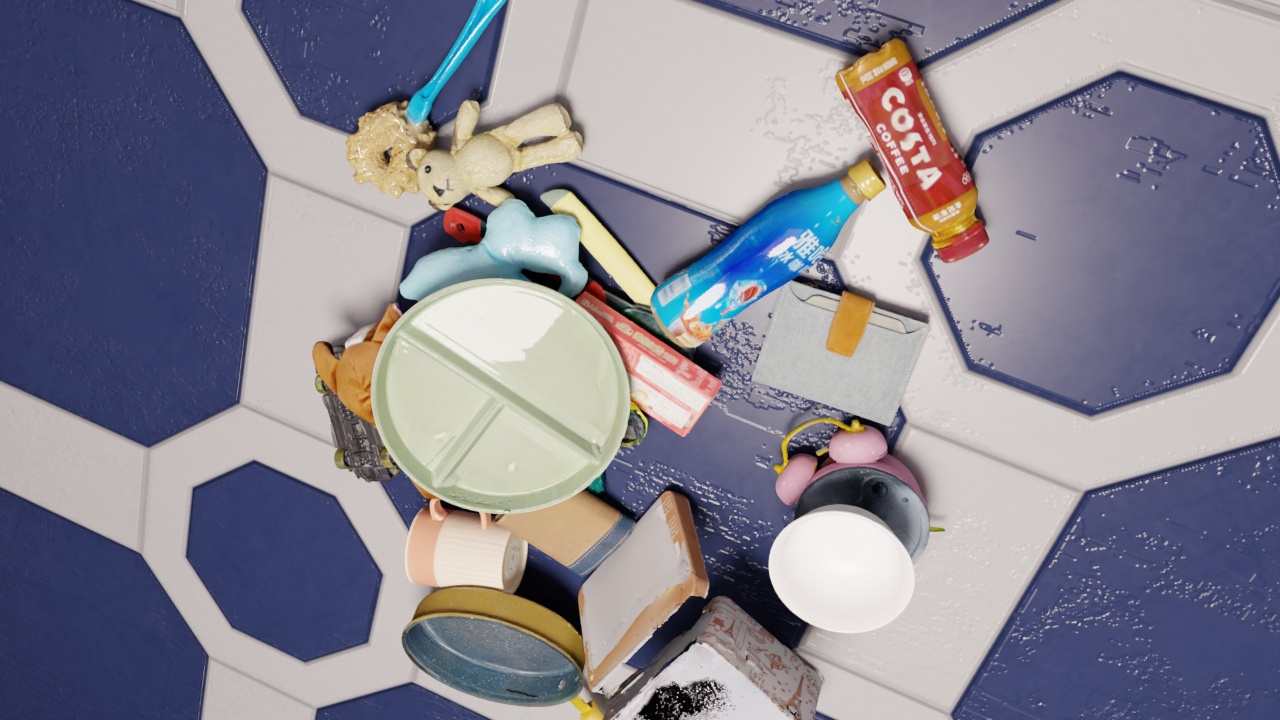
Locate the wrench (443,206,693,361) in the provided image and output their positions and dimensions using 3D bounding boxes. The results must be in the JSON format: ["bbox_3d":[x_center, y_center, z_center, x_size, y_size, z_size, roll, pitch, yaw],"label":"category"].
[{"bbox_3d":[-0.068,-0.069,0.859,0.273,0.016,0.056,32,131,4],"label":"wrench"}]

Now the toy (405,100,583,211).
[{"bbox_3d":[-0.127,-0.179,0.812,0.157,0.066,0.105,-17,124,12],"label":"toy"}]

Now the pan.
[{"bbox_3d":[-0.092,0.360,0.988,0.357,0.078,0.198,32,136,-17],"label":"pan"}]

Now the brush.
[{"bbox_3d":[-0.181,-0.250,0.821,0.083,0.045,0.255,42,112,3],"label":"brush"}]

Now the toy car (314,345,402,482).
[{"bbox_3d":[-0.294,0.057,0.965,0.070,0.042,0.158,-3,110,18],"label":"toy car"}]

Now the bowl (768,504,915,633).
[{"bbox_3d":[0.173,0.165,0.785,0.118,0.064,0.118,7,114,15],"label":"bowl"}]

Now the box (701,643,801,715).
[{"bbox_3d":[0.097,0.366,0.936,0.076,0.091,0.169,38,116,-3],"label":"box"}]

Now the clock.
[{"bbox_3d":[0.190,0.121,0.833,0.117,0.059,0.158,-35,99,26],"label":"clock"}]

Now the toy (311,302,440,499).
[{"bbox_3d":[-0.217,0.037,0.896,0.140,0.130,0.199,-30,119,20],"label":"toy"}]

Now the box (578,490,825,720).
[{"bbox_3d":[0.030,0.276,0.858,0.180,0.134,0.270,-51,58,26],"label":"box"}]

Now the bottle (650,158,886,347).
[{"bbox_3d":[0.107,-0.092,0.774,0.219,0.065,0.065,-36,97,24],"label":"bottle"}]

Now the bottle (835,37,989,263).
[{"bbox_3d":[0.216,-0.160,0.717,0.058,0.057,0.175,-26,101,24],"label":"bottle"}]

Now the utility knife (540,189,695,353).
[{"bbox_3d":[-0.016,-0.079,0.841,0.031,0.021,0.205,-37,94,30],"label":"utility knife"}]

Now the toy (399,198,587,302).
[{"bbox_3d":[-0.133,-0.071,0.832,0.161,0.050,0.156,18,95,0],"label":"toy"}]

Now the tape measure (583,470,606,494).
[{"bbox_3d":[-0.065,0.110,0.925,0.058,0.025,0.054,2,111,16],"label":"tape measure"}]

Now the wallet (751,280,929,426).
[{"bbox_3d":[0.173,-0.008,0.801,0.130,0.036,0.107,19,115,9],"label":"wallet"}]

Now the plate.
[{"bbox_3d":[-0.124,0.034,0.827,0.230,0.027,0.230,-1,112,-3],"label":"plate"}]

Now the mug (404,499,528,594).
[{"bbox_3d":[-0.181,0.187,0.957,0.106,0.081,0.115,6,115,13],"label":"mug"}]

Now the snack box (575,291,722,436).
[{"bbox_3d":[-0.005,0.005,0.850,0.153,0.025,0.075,33,143,3],"label":"snack box"}]

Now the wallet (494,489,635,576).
[{"bbox_3d":[-0.076,0.163,0.924,0.115,0.033,0.090,34,117,-20],"label":"wallet"}]

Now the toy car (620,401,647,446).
[{"bbox_3d":[-0.040,0.054,0.886,0.105,0.032,0.048,5,127,28],"label":"toy car"}]
